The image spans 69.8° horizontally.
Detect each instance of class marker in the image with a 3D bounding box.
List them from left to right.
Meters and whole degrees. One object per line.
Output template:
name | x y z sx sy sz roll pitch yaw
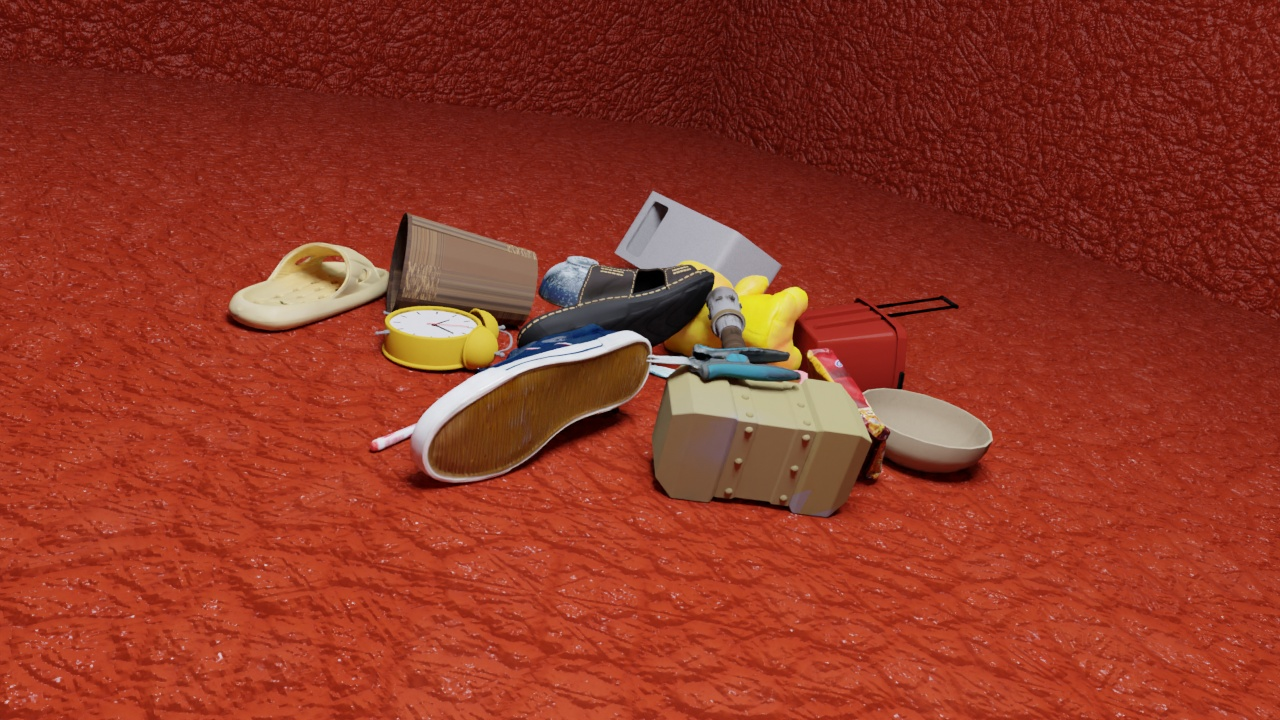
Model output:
marker | -0.209 0.063 0.891 0.013 0.013 0.141 21 23 24

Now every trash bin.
trash bin | 0.084 -0.156 1.408 0.114 0.114 0.229 28 6 -41

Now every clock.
clock | -0.225 -0.027 1.062 0.152 0.052 0.113 4 22 -9

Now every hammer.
hammer | 0.107 0.011 0.979 0.190 0.101 0.324 8 32 -8

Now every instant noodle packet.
instant noodle packet | 0.217 0.057 0.975 0.039 0.099 0.135 -22 47 -5

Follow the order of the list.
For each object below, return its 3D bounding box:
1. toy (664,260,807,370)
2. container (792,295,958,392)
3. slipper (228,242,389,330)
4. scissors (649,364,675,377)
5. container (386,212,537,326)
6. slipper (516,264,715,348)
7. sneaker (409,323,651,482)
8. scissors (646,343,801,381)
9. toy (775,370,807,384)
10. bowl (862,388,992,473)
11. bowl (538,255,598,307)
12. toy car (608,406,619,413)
toy | 0.111 -0.045 1.166 0.194 0.134 0.087 18 19 30
container | 0.302 -0.014 1.193 0.200 0.127 0.148 -3 23 -10
slipper | -0.405 -0.106 1.135 0.111 0.079 0.260 12 21 12
scissors | 0.003 0.000 1.159 0.179 0.016 0.102 11 22 1
container | -0.226 -0.106 1.170 0.167 0.132 0.132 9 20 -22
slipper | -0.029 -0.062 1.072 0.267 0.113 0.075 -18 58 -29
sneaker | -0.123 0.027 0.896 0.127 0.121 0.293 24 31 30
scissors | 0.084 0.004 0.864 0.142 0.019 0.127 26 34 23
toy | 0.200 0.048 1.086 0.110 0.051 0.089 21 28 17
bowl | 0.317 0.087 1.048 0.152 0.050 0.152 10 21 -4
bowl | -0.090 -0.120 1.357 0.114 0.061 0.114 9 20 -4
toy car | -0.043 0.030 1.025 0.040 0.037 0.092 8 21 -10
